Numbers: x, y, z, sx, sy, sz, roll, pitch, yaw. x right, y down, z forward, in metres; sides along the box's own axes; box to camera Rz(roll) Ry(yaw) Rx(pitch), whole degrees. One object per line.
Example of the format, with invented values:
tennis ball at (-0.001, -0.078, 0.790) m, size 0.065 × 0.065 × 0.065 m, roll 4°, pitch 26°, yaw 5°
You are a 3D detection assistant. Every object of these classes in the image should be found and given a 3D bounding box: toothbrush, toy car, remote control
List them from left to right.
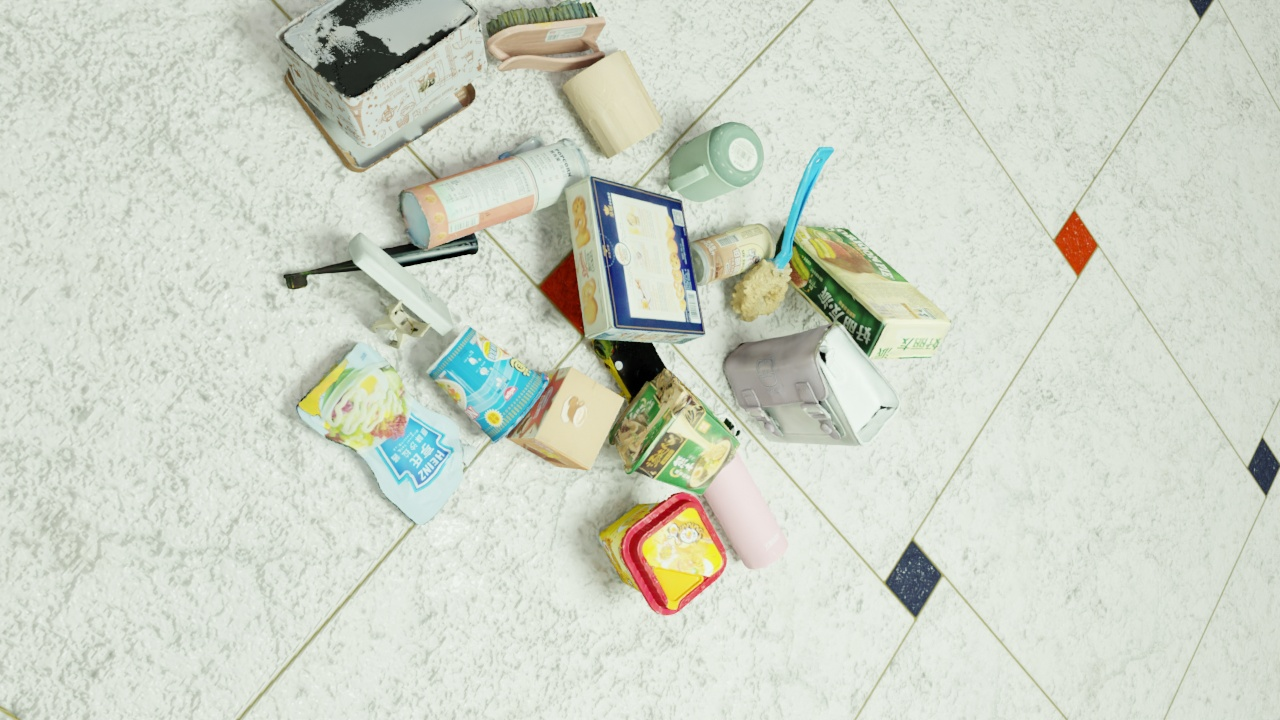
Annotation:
toothbrush at (-0.280, -0.109, 1.004) m, size 0.212 × 0.026 × 0.027 m, roll -17°, pitch 96°, yaw -28°
remote control at (-0.255, -0.081, 0.980) m, size 0.019 × 0.056 × 0.135 m, roll -41°, pitch 127°, yaw 7°
toy car at (-0.007, 0.007, 1.132) m, size 0.071 × 0.041 × 0.156 m, roll -38°, pitch 105°, yaw -25°

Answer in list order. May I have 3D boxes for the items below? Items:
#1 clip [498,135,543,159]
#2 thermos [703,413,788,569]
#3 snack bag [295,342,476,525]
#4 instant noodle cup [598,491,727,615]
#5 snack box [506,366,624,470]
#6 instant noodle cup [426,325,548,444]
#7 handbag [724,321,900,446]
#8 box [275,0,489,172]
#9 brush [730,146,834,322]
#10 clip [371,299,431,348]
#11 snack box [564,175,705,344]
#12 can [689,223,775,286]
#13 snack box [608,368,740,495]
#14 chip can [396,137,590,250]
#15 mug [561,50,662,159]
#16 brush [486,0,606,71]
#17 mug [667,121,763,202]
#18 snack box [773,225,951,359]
clip at (-0.142, -0.247, 1.095) m, size 0.056 × 0.028 × 0.024 m, roll -38°, pitch 102°, yaw -15°
thermos at (0.123, 0.163, 1.178) m, size 0.087 × 0.067 × 0.198 m, roll -35°, pitch 102°, yaw -30°
snack bag at (-0.268, 0.079, 0.992) m, size 0.191 × 0.039 × 0.110 m, roll 47°, pitch 56°, yaw -18°
instant noodle cup at (0.019, 0.222, 1.084) m, size 0.115 × 0.124 × 0.116 m, roll -34°, pitch 102°, yaw -26°
snack box at (-0.087, 0.067, 1.055) m, size 0.077 × 0.094 × 0.092 m, roll 33°, pitch 72°, yaw -22°
instant noodle cup at (-0.174, 0.021, 1.019) m, size 0.110 × 0.099 × 0.099 m, roll 41°, pitch 69°, yaw -10°
handbag at (0.205, 0.035, 1.156) m, size 0.098 × 0.197 × 0.145 m, roll -41°, pitch 104°, yaw -24°
box at (-0.275, -0.307, 0.991) m, size 0.148 × 0.158 × 0.181 m, roll 41°, pitch 68°, yaw 19°
brush at (0.183, -0.156, 1.161) m, size 0.083 × 0.046 × 0.255 m, roll -7°, pitch 132°, yaw -35°
clip at (-0.262, -0.045, 0.968) m, size 0.076 × 0.104 × 0.034 m, roll 39°, pitch 71°, yaw -8°
snack box at (-0.003, -0.114, 1.093) m, size 0.182 × 0.046 × 0.178 m, roll 2°, pitch 76°, yaw -50°
can at (0.115, -0.139, 1.198) m, size 0.116 × 0.059 × 0.058 m, roll -20°, pitch 96°, yaw -28°
snack box at (0.044, 0.092, 1.072) m, size 0.105 × 0.118 × 0.117 m, roll 34°, pitch 98°, yaw -21°
chip can at (-0.162, -0.190, 1.038) m, size 0.214 × 0.071 × 0.071 m, roll -26°, pitch 99°, yaw -32°
mug at (-0.026, -0.319, 1.133) m, size 0.103 × 0.084 × 0.124 m, roll 59°, pitch 38°, yaw -14°
brush at (-0.114, -0.380, 1.091) m, size 0.145 × 0.063 × 0.073 m, roll -17°, pitch 84°, yaw -27°
mug at (0.089, -0.247, 1.165) m, size 0.111 × 0.106 × 0.082 m, roll -32°, pitch 102°, yaw -26°
snack box at (0.280, -0.093, 1.193) m, size 0.114 × 0.240 × 0.063 m, roll -2°, pitch 127°, yaw -29°
